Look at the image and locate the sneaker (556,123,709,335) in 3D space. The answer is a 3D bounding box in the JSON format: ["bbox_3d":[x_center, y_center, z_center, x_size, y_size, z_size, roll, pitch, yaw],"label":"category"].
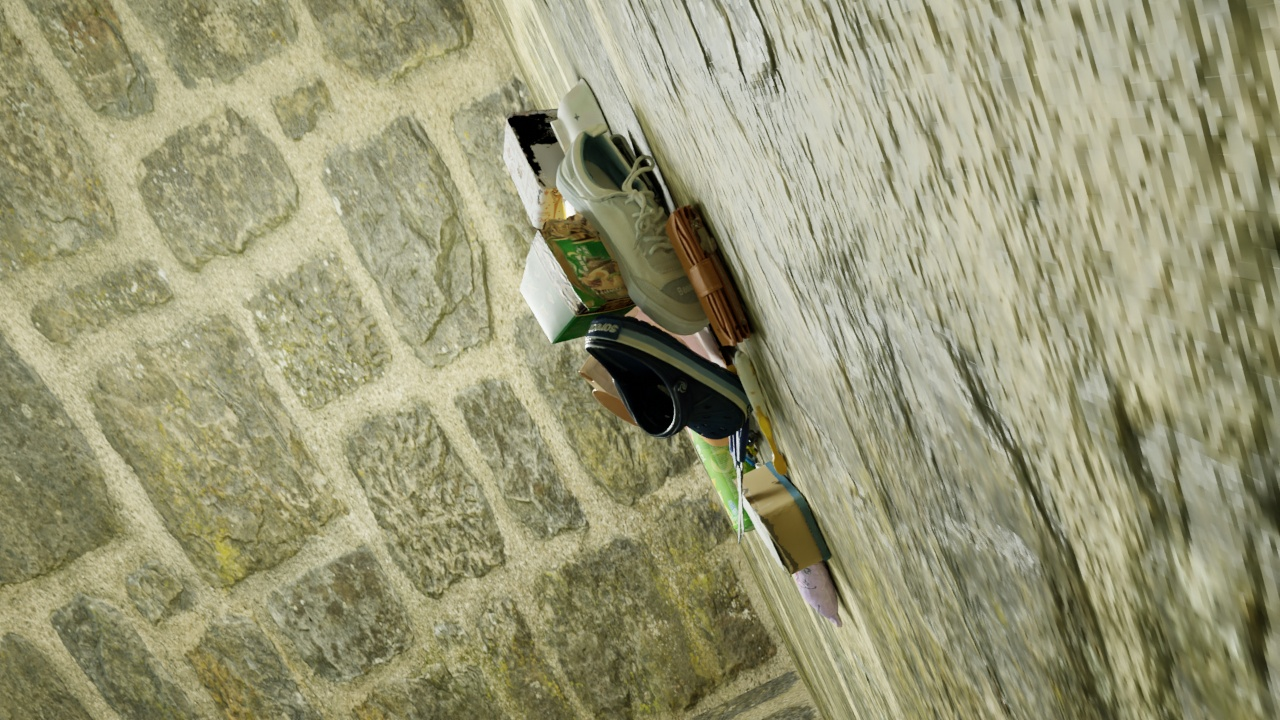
[{"bbox_3d":[0.005,-0.139,0.931,0.242,0.089,0.091,54,147,14],"label":"sneaker"}]

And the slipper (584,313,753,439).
[{"bbox_3d":[0.033,0.036,0.983,0.105,0.095,0.252,10,161,43],"label":"slipper"}]

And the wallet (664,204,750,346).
[{"bbox_3d":[0.062,-0.075,0.843,0.132,0.031,0.108,64,180,-2],"label":"wallet"}]

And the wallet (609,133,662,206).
[{"bbox_3d":[0.000,-0.183,1.066,0.130,0.037,0.106,66,179,-58],"label":"wallet"}]

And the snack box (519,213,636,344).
[{"bbox_3d":[-0.062,-0.081,0.991,0.117,0.118,0.106,58,138,19],"label":"snack box"}]

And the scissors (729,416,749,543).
[{"bbox_3d":[0.119,0.122,1.076,0.170,0.012,0.141,-94,10,-58],"label":"scissors"}]

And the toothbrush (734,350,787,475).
[{"bbox_3d":[0.128,0.057,0.972,0.018,0.016,0.191,-103,-9,-51],"label":"toothbrush"}]

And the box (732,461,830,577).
[{"bbox_3d":[0.164,0.184,1.078,0.090,0.059,0.184,64,177,-12],"label":"box"}]

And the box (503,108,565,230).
[{"bbox_3d":[-0.111,-0.254,1.378,0.227,0.156,0.180,84,162,-58],"label":"box"}]

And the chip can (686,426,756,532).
[{"bbox_3d":[0.127,0.144,1.354,0.072,0.072,0.221,71,174,-79],"label":"chip can"}]

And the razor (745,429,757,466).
[{"bbox_3d":[0.142,0.107,1.203,0.042,0.022,0.143,37,169,12],"label":"razor"}]

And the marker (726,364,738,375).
[{"bbox_3d":[0.114,0.036,1.100,0.124,0.015,0.018,64,-175,-64],"label":"marker"}]

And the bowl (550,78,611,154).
[{"bbox_3d":[-0.082,-0.312,1.241,0.118,0.065,0.118,148,96,-89],"label":"bowl"}]

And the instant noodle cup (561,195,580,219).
[{"bbox_3d":[-0.052,-0.199,1.216,0.115,0.118,0.118,80,166,-58],"label":"instant noodle cup"}]

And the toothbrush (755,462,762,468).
[{"bbox_3d":[0.187,0.196,1.201,0.180,0.016,0.016,-117,3,-49],"label":"toothbrush"}]

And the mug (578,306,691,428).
[{"bbox_3d":[-0.006,0.006,1.077,0.084,0.103,0.124,14,155,48],"label":"mug"}]

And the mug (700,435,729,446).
[{"bbox_3d":[0.097,0.069,1.229,0.078,0.078,0.123,64,-176,26],"label":"mug"}]

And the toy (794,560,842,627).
[{"bbox_3d":[0.207,0.264,1.112,0.084,0.039,0.108,32,151,59],"label":"toy"}]

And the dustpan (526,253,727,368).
[{"bbox_3d":[-0.019,-0.053,1.132,0.273,0.139,0.222,56,179,37],"label":"dustpan"}]
